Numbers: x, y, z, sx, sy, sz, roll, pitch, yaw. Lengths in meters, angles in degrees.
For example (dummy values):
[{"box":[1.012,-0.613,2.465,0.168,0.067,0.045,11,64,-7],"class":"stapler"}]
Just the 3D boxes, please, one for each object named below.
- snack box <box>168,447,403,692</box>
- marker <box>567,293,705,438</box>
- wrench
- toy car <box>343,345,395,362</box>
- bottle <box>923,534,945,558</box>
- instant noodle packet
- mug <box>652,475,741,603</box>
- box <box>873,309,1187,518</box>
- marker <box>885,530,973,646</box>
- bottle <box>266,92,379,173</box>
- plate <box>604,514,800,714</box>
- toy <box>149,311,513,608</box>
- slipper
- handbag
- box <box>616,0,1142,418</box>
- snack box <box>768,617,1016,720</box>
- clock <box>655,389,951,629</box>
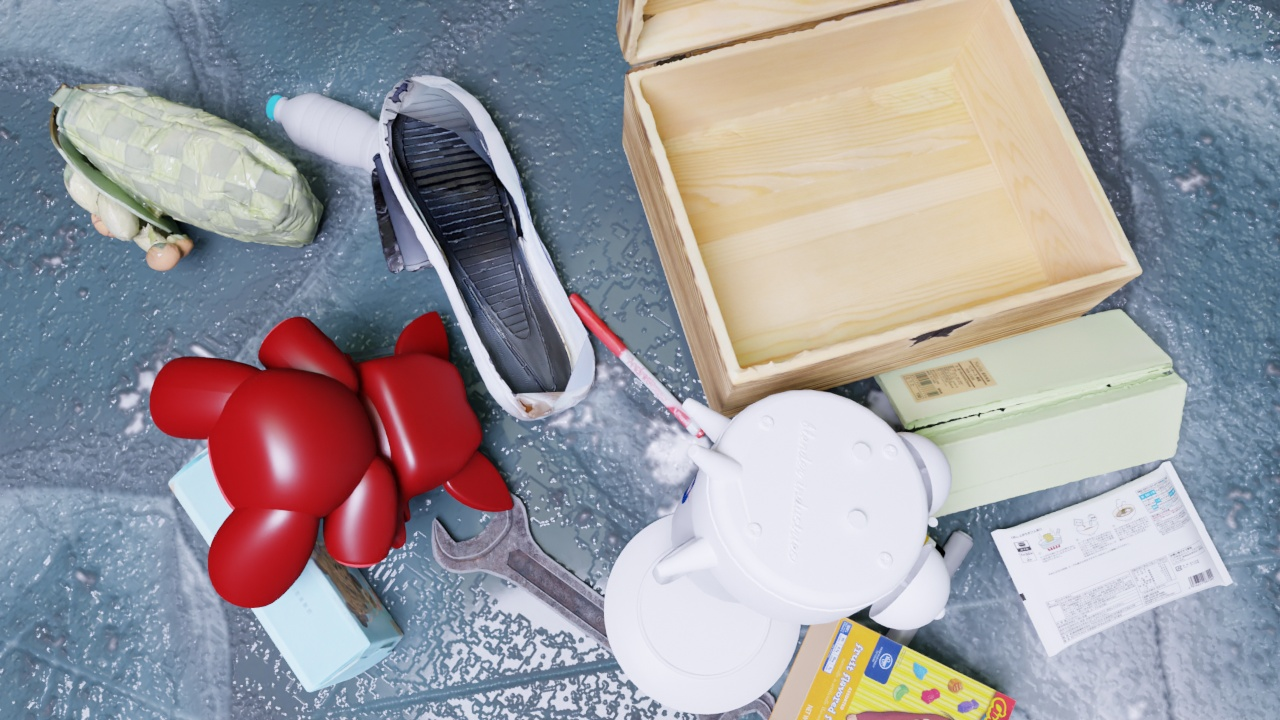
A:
[{"box":[-0.236,0.135,0.619,0.053,0.075,0.174,-37,78,-7],"class":"snack box"},{"box":[-0.004,0.004,0.669,0.012,0.013,0.142,-43,79,-7],"class":"marker"},{"box":[-0.027,0.179,0.633,0.273,0.010,0.070,34,81,9],"class":"wrench"},{"box":[-0.194,0.015,0.664,0.105,0.032,0.048,-11,84,-12],"class":"toy car"},{"box":[0.143,0.091,0.627,0.143,0.043,0.043,43,83,10],"class":"bottle"},{"box":[0.317,0.133,0.618,0.134,0.026,0.087,-21,78,-2],"class":"instant noodle packet"},{"box":[0.060,0.108,0.586,0.121,0.090,0.091,-27,72,-22],"class":"mug"},{"box":[0.269,0.039,0.641,0.188,0.082,0.097,-12,34,0],"class":"box"},{"box":[0.182,0.176,0.620,0.016,0.016,0.140,35,81,9],"class":"marker"},{"box":[-0.221,-0.171,0.700,0.136,0.044,0.044,22,79,7],"class":"bottle"},{"box":[0.043,0.168,0.623,0.134,0.011,0.134,0,72,-2],"class":"plate"},{"box":[-0.183,0.051,0.581,0.121,0.196,0.158,-31,79,37],"class":"toy"},{"box":[-0.121,-0.077,0.657,0.111,0.063,0.264,-24,85,-44],"class":"slipper"},{"box":[-0.330,-0.121,0.662,0.186,0.113,0.117,24,87,7],"class":"handbag"},{"box":[0.144,-0.173,0.526,0.279,0.337,0.286,-16,72,-6],"class":"box"},{"box":[0.157,0.226,0.582,0.126,0.040,0.088,27,82,-5],"class":"snack box"},{"box":[0.098,0.080,0.513,0.161,0.073,0.125,13,62,-4],"class":"clock"}]
